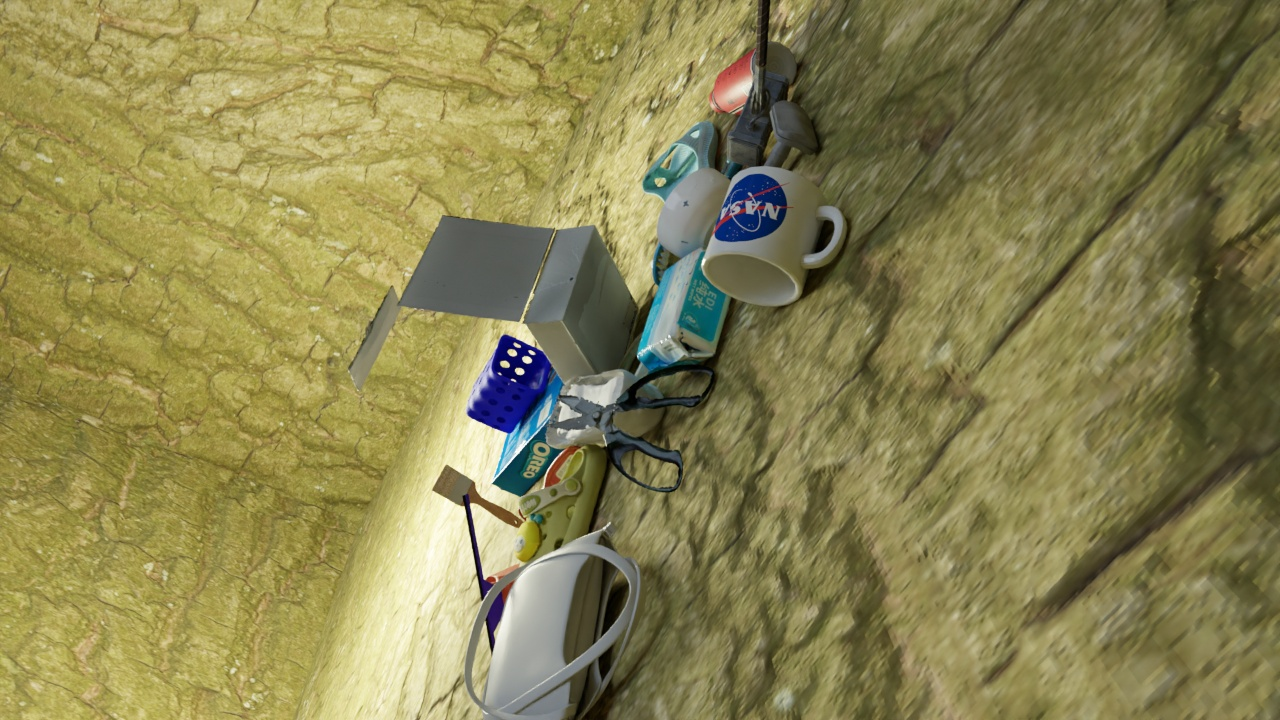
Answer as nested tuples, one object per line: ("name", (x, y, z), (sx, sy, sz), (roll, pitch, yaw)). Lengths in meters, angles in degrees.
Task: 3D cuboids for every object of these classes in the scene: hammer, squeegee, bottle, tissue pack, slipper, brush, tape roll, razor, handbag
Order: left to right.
("brush", (-0.221, 0.200, 1.282), (0.008, 0.143, 0.045), (-43, 18, 48))
("squeegee", (-0.154, 0.269, 1.088), (0.185, 0.055, 0.249), (33, -133, -88))
("slipper", (-0.100, 0.174, 1.065), (0.092, 0.081, 0.190), (-31, 33, 57))
("brush", (-0.110, 0.158, 1.197), (0.173, 0.041, 0.030), (-49, 2, 38))
("handbag", (-0.066, 0.236, 0.852), (0.223, 0.095, 0.215), (-40, 30, 43))
("slipper", (-0.048, 0.059, 1.083), (0.112, 0.074, 0.247), (-60, 19, -22))
("tape roll", (-0.007, 0.007, 1.148), (0.093, 0.013, 0.092), (-56, 17, 27))
("slipper", (0.057, -0.264, 1.274), (0.116, 0.069, 0.275), (-50, 21, 30))
("brush", (0.054, -0.151, 1.118), (0.136, 0.055, 0.075), (-62, 24, 6))
("tissue pack", (0.053, -0.054, 0.969), (0.093, 0.061, 0.144), (-29, 40, 62))
("bottle", (0.134, -0.352, 1.172), (0.062, 0.062, 0.177), (-65, 16, -5))
("hammer", (0.123, -0.317, 0.930), (0.322, 0.044, 0.098), (72, -141, -72))
("razor", (0.141, -0.207, 0.978), (0.088, 0.047, 0.116), (-87, 20, -53))

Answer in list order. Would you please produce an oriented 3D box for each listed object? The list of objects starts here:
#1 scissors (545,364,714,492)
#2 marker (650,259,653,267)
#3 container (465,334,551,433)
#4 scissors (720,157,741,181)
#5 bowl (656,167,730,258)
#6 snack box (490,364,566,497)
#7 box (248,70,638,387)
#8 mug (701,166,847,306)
("scissors", (-0.009, 0.043, 0.938), (0.209, 0.015, 0.154), (24, 79, 40))
("marker", (0.049, -0.148, 1.205), (0.134, 0.017, 0.020), (-31, 32, 62))
("container", (-0.197, 0.038, 1.357), (0.114, 0.085, 0.084), (-52, 19, 40))
("scissors", (0.117, -0.246, 1.142), (0.139, 0.019, 0.128), (-51, 21, 42))
("bowl", (0.073, -0.156, 1.024), (0.104, 0.054, 0.105), (-36, -29, -25))
("snack box", (-0.136, 0.070, 1.377), (0.240, 0.056, 0.195), (-47, 23, 47))
("box", (-0.211, -0.138, 1.127), (0.149, 0.506, 0.166), (-39, 28, 47))
("mug", (0.123, -0.108, 0.810), (0.121, 0.091, 0.090), (5, 65, 35))
